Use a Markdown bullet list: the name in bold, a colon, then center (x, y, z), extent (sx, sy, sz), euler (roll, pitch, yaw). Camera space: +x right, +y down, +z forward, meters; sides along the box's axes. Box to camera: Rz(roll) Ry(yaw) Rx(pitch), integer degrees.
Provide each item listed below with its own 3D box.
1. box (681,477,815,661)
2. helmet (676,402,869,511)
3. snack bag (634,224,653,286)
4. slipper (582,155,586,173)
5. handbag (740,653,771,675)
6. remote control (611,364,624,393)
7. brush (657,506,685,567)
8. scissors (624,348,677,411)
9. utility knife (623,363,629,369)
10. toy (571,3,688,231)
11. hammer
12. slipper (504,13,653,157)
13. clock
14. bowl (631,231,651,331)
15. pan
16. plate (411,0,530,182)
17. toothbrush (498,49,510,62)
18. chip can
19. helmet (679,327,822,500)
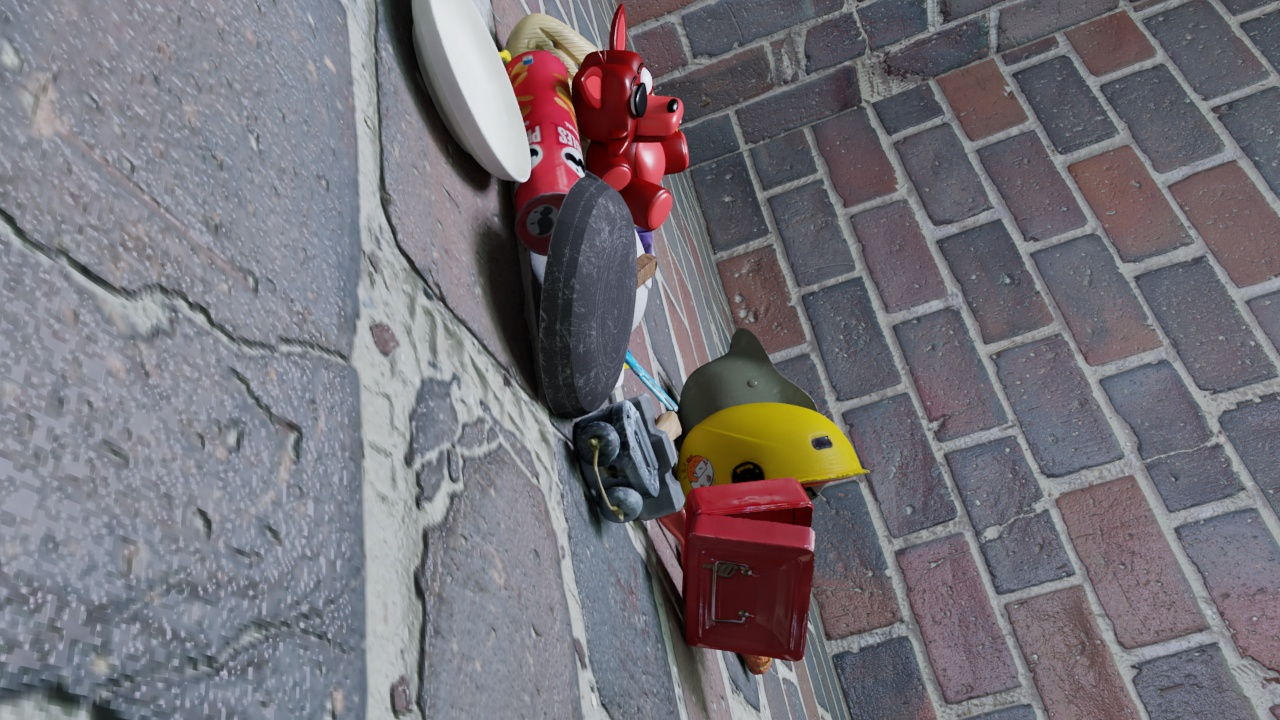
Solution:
- **box**: center (0.106, 0.206, 0.935), extent (0.122, 0.136, 0.158), euler (-77, 171, -59)
- **helmet**: center (0.150, 0.117, 1.142), extent (0.208, 0.241, 0.139), euler (4, 63, -57)
- **snack bag**: center (-0.023, -0.188, 1.231), extent (0.205, 0.058, 0.096), euler (-103, -172, -47)
- **slipper**: center (-0.052, -0.258, 1.180), extent (0.197, 0.081, 0.093), euler (-95, 164, -48)
- **handbag**: center (0.136, 0.321, 1.218), extent (0.108, 0.060, 0.172), euler (-87, 157, -55)
- **remote control**: center (-0.036, -0.017, 0.925), extent (0.043, 0.013, 0.136), euler (30, 33, -21)
- **brush**: center (0.054, 0.208, 1.037), extent (0.172, 0.041, 0.030), euler (62, -4, -33)
- **scissors**: center (-0.003, 0.008, 0.976), extent (0.140, 0.015, 0.083), euler (44, 6, 14)
- **utility knife**: center (-0.030, -0.004, 1.017), extent (0.155, 0.017, 0.030), euler (5, 71, -83)
- **toy**: center (-0.013, -0.256, 0.993), extent (0.197, 0.121, 0.158), euler (74, 29, -45)
- **hammer**: center (0.020, 0.090, 1.033), extent (0.322, 0.051, 0.117), euler (-17, 89, -83)
- **slipper**: center (-0.068, -0.303, 1.074), extent (0.261, 0.111, 0.079), euler (32, -3, -43)
- **clock**: center (-0.020, 0.086, 0.783), extent (0.129, 0.052, 0.090), euler (-69, 139, -76)
- **bowl**: center (-0.031, -0.115, 1.062), extent (0.176, 0.066, 0.176), euler (-18, 89, -80)
- **pan**: center (-0.019, -0.067, 0.837), extent (0.356, 0.040, 0.208), euler (-43, 138, -70)
- **plate**: center (-0.141, -0.226, 0.744), extent (0.182, 0.034, 0.182), euler (-18, 89, -80)
- **toothbrush**: center (-0.150, -0.299, 0.899), extent (0.135, 0.016, 0.021), euler (-67, 140, -72)
- **chip can**: center (-0.091, -0.205, 0.876), extent (0.073, 0.073, 0.232), euler (60, 14, -49)
- **helmet**: center (0.139, 0.092, 1.329), extent (0.227, 0.153, 0.268), euler (162, -85, -75)
